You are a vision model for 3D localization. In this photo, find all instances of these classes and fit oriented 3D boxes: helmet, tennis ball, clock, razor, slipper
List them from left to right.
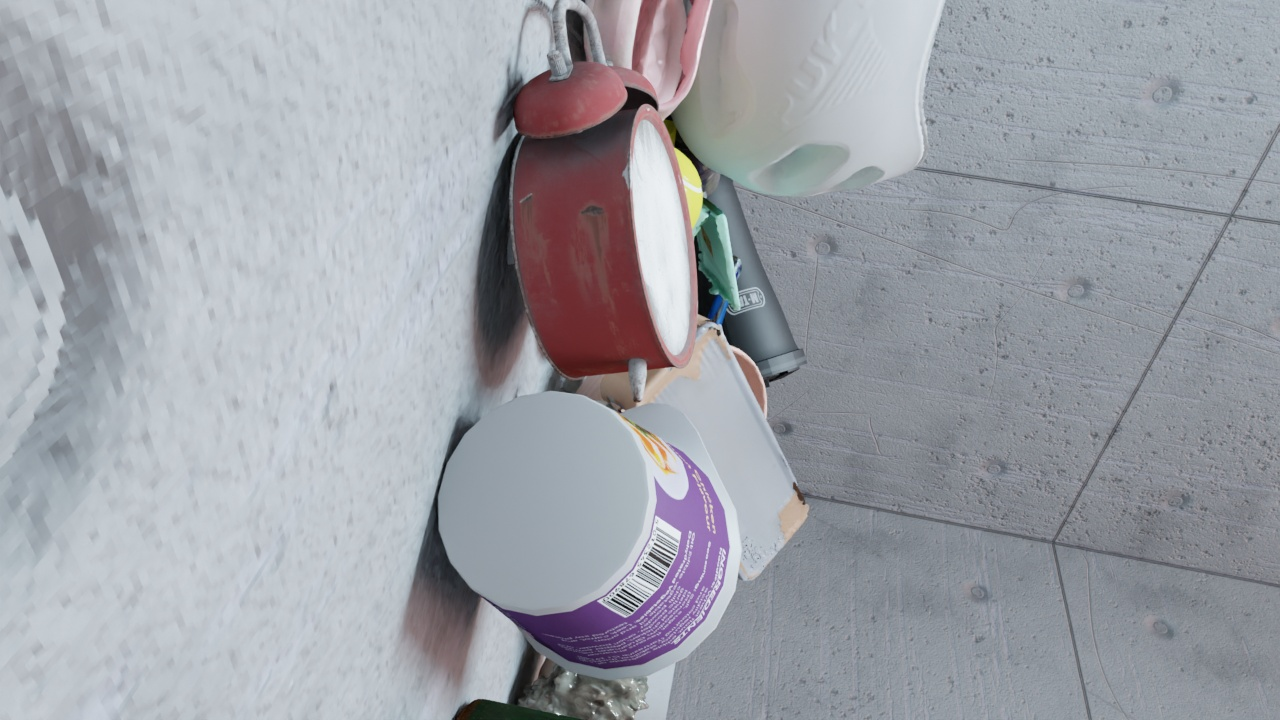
[{"bbox_3d":[-0.021,-0.067,0.385,0.109,0.062,0.157,-47,130,-70],"label":"clock"},{"bbox_3d":[0.004,-0.097,0.546,0.065,0.065,0.065,12,88,-84],"label":"tennis ball"},{"bbox_3d":[0.007,-0.176,0.487,0.221,0.056,0.107,-39,140,-82],"label":"slipper"},{"bbox_3d":[0.056,-0.030,0.725,0.044,0.018,0.140,85,27,-57],"label":"razor"},{"bbox_3d":[0.109,-0.251,0.622,0.224,0.183,0.283,52,-39,42],"label":"helmet"}]

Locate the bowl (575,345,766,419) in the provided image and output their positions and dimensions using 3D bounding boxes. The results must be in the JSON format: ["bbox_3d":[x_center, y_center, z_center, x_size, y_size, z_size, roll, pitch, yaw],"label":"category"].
[{"bbox_3d":[0.004,0.047,0.604,0.152,0.076,0.153,-20,124,-33],"label":"bowl"}]

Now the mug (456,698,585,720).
[{"bbox_3d":[-0.056,0.221,0.431,0.110,0.081,0.085,-73,171,-48],"label":"mug"}]

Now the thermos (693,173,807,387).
[{"bbox_3d":[0.090,-0.074,0.933,0.106,0.106,0.218,2,70,-84],"label":"thermos"}]

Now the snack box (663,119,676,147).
[{"bbox_3d":[0.000,-0.122,0.657,0.148,0.025,0.061,-70,170,-57],"label":"snack box"}]

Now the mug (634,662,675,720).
[{"bbox_3d":[-0.028,0.294,0.761,0.083,0.096,0.120,-59,159,-73],"label":"mug"}]

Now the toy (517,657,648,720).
[{"bbox_3d":[-0.037,0.207,0.624,0.133,0.076,0.175,-55,-175,29],"label":"toy"}]

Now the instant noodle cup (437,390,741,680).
[{"bbox_3d":[-0.022,0.064,0.392,0.122,0.122,0.136,59,50,-67],"label":"instant noodle cup"}]

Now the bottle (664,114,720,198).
[{"bbox_3d":[0.043,-0.185,0.813,0.161,0.056,0.056,54,46,-82],"label":"bottle"}]

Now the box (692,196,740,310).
[{"bbox_3d":[0.047,-0.083,0.687,0.077,0.080,0.188,-59,-172,10],"label":"box"}]

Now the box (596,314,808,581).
[{"bbox_3d":[0.022,0.086,0.560,0.150,0.043,0.216,-43,135,-12],"label":"box"}]
